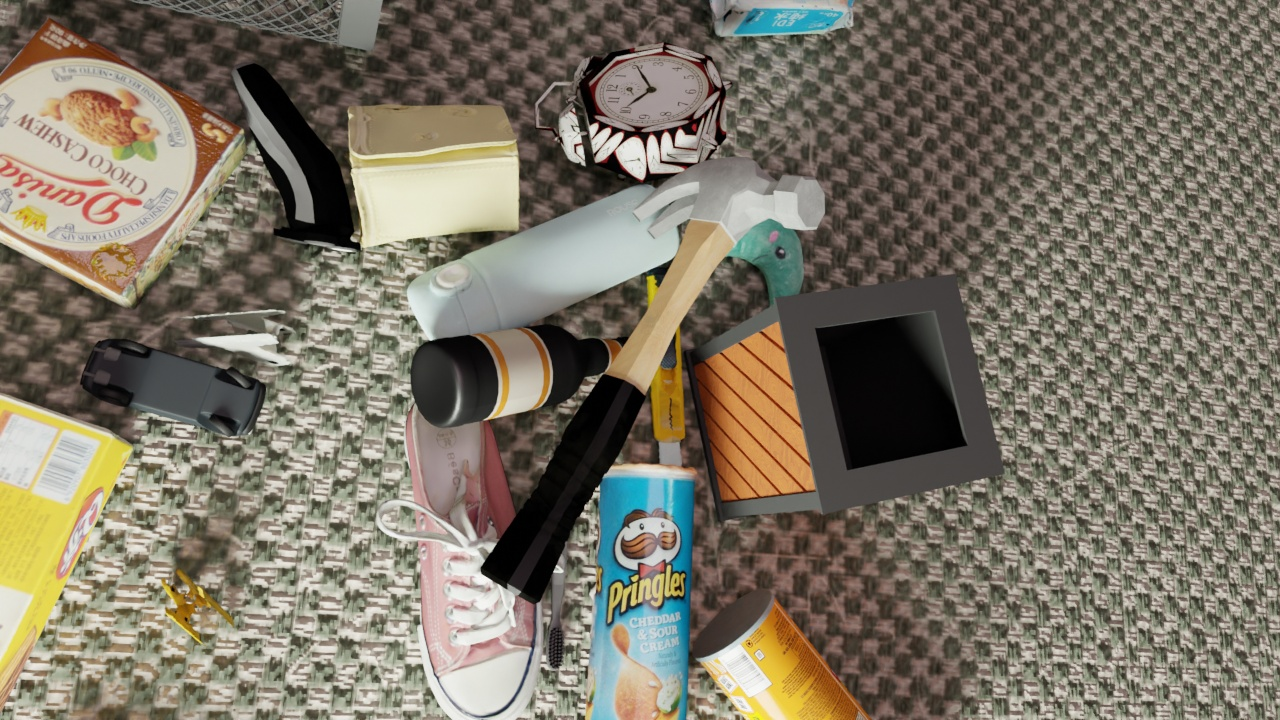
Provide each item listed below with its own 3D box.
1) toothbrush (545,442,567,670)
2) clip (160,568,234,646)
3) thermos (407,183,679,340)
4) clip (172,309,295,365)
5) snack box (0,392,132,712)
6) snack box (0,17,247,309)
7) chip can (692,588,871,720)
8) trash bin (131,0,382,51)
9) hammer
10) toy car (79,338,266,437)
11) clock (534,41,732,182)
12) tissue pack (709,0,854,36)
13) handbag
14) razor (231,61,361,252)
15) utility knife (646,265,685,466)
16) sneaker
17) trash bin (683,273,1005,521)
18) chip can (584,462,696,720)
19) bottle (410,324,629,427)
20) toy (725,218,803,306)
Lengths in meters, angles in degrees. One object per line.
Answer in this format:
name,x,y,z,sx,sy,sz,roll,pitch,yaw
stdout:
toothbrush,-0.061,0.143,0.682,0.012,0.013,0.167,5,75,-17
clip,-0.292,0.159,0.592,0.049,0.054,0.044,10,56,8
thermos,-0.071,-0.069,0.688,0.206,0.078,0.065,-26,66,-23
clip,-0.266,-0.008,0.626,0.058,0.102,0.050,44,53,-50
snack box,-0.415,0.133,0.546,0.110,0.062,0.230,23,73,-12
snack box,-0.373,-0.132,0.623,0.143,0.041,0.146,30,72,-10
chip can,0.134,0.278,0.682,0.075,0.075,0.215,-39,92,-20
trash bin,-0.276,-0.331,0.607,0.227,0.218,0.217,10,76,-19
hammer,-0.004,0.004,0.607,0.039,0.131,0.327,44,70,-44
toy car,-0.311,0.018,0.616,0.112,0.034,0.046,18,74,-12
clock,-0.009,-0.193,0.729,0.155,0.065,0.114,6,54,10
tissue pack,0.122,-0.335,0.808,0.144,0.062,0.093,-6,83,-16
handbag,-0.154,-0.142,0.667,0.119,0.081,0.111,-7,45,-14
razor,-0.251,-0.147,0.661,0.060,0.057,0.156,-20,86,12
utility knife,0.022,0.009,0.735,0.030,0.017,0.179,-1,82,-7
sneaker,-0.115,0.131,0.626,0.118,0.088,0.241,-10,81,-19
trash bin,0.139,0.034,0.680,0.139,0.172,0.139,-8,82,-19
chip can,-0.001,0.189,0.656,0.079,0.080,0.229,7,78,-16
bottle,-0.072,0.004,0.660,0.181,0.059,0.059,-11,82,-45
toy,0.095,-0.088,0.767,0.105,0.033,0.085,31,83,-11
